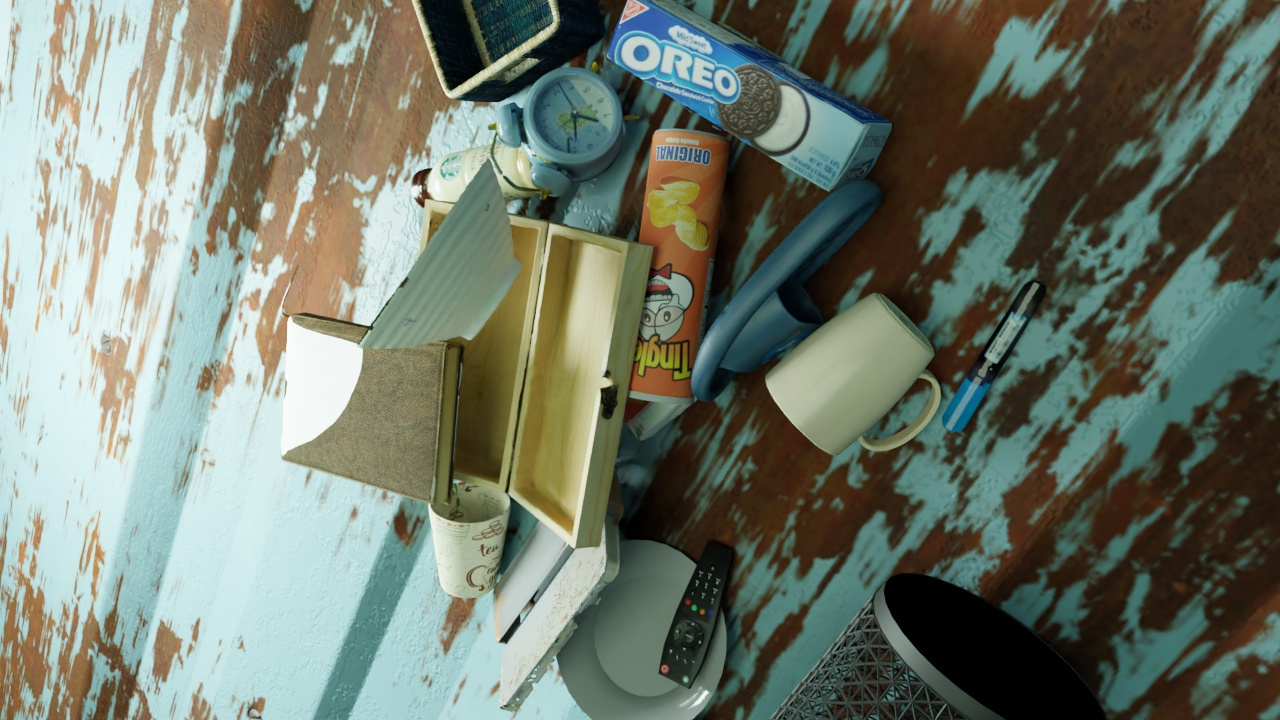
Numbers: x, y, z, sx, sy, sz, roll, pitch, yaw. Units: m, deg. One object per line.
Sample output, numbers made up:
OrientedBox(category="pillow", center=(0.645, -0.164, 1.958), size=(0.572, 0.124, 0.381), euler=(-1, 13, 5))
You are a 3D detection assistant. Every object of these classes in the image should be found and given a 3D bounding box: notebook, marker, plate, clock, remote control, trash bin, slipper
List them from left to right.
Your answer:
OrientedBox(category="notebook", center=(-0.251, 0.020, 0.839), size=(0.216, 0.034, 0.190), euler=(9, 98, 32))
OrientedBox(category="clock", center=(-0.068, -0.191, 0.769), size=(0.124, 0.052, 0.089), euler=(-37, 91, -8))
OrientedBox(category="plate", center=(0.001, 0.253, 0.843), size=(0.173, 0.019, 0.172), euler=(-6, 75, 25))
OrientedBox(category="remote control", center=(0.051, 0.222, 0.807), size=(0.039, 0.010, 0.124), euler=(18, 86, 28))
OrientedBox(category="slipper", center=(0.109, -0.043, 0.689), size=(0.059, 0.103, 0.214), euler=(45, 116, 15))
OrientedBox(category="trash bin", center=(0.185, 0.299, 0.651), size=(0.217, 0.216, 0.244), euler=(34, 109, 24))
OrientedBox(category="marker", center=(0.251, -0.002, 0.654), size=(0.018, 0.015, 0.123), euler=(33, 113, 20))

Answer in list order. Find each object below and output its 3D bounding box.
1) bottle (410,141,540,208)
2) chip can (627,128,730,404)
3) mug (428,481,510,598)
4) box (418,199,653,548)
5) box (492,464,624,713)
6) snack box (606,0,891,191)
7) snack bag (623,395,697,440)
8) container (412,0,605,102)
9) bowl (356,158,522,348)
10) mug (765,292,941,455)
OrientedBox(category="bottle", center=(-0.145, -0.172, 0.856), size=(0.162, 0.056, 0.056), euler=(-4, 97, 34))
OrientedBox(category="chip can", center=(0.027, -0.073, 0.737), size=(0.062, 0.062, 0.210), euler=(10, 94, 32))
OrientedBox(category="mug", center=(-0.187, 0.179, 0.954), size=(0.122, 0.080, 0.097), euler=(32, 125, 48))
OrientedBox(category="box", center=(-0.104, 0.001, 0.798), size=(0.261, 0.096, 0.247), euler=(19, 105, 41))
OrientedBox(category="box", center=(-0.077, 0.208, 0.850), size=(0.217, 0.042, 0.148), euler=(-56, 33, 28))
OrientedBox(category="snack box", center=(0.079, -0.208, 0.702), size=(0.226, 0.059, 0.059), euler=(38, 122, 21))
OrientedBox(category="snack bag", center=(-0.005, 0.005, 0.811), size=(0.077, 0.036, 0.116), euler=(-45, 75, 31))
OrientedBox(category="container", center=(-0.127, -0.340, 0.802), size=(0.146, 0.071, 0.187), euler=(-19, 89, 35))
OrientedBox(category="bowl", center=(-0.142, -0.065, 0.718), size=(0.071, 0.176, 0.178), euler=(34, 122, -14))
OrientedBox(category="mug", center=(0.168, 0.016, 0.680), size=(0.111, 0.085, 0.104), euler=(40, 110, -11))
